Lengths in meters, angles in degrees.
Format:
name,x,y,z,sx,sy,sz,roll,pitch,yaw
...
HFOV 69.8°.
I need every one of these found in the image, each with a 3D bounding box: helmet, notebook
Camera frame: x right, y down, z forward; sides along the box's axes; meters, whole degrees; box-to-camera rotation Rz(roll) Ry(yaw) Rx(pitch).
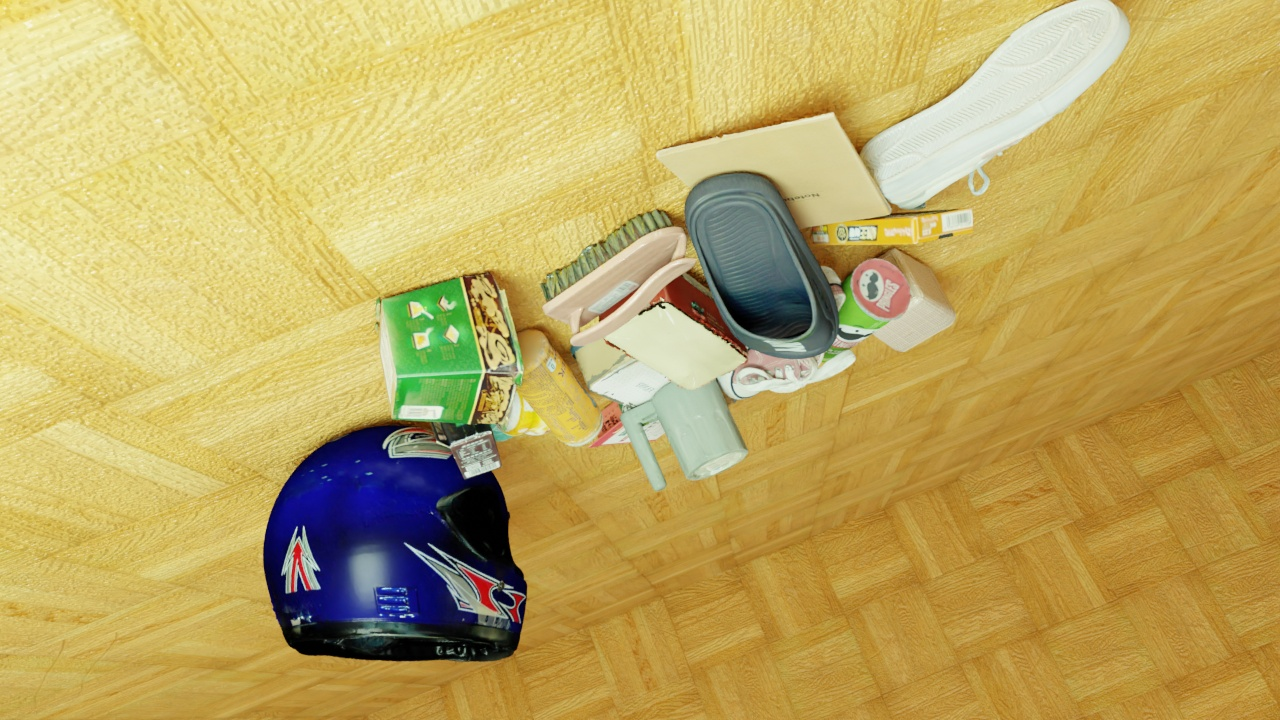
name,x,y,z,sx,sy,sz,roll,pitch,yaw
helmet,-0.253,0.199,1.010,0.248,0.240,0.315,-12,154,24
notebook,0.123,-0.153,0.798,0.148,0.008,0.207,-6,165,26

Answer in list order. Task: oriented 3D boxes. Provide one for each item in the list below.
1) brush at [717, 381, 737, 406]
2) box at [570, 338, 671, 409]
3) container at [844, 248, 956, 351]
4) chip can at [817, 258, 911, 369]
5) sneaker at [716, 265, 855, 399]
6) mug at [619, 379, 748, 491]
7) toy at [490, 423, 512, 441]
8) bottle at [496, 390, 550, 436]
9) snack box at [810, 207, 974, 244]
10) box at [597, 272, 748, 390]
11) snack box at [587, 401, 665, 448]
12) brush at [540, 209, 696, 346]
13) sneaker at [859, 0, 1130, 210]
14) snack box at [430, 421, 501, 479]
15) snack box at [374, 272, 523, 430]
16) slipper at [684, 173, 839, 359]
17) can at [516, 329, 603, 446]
name,x,y,z,sx,sy,sz,roll,pitch,yaw
brush,0.164,0.015,1.245,0.255,0.046,0.083,-33,171,15
box,-0.006,0.006,1.054,0.090,0.059,0.184,-29,155,14
container,0.314,-0.074,1.124,0.090,0.089,0.110,-33,153,26
chip can,0.227,-0.039,1.084,0.072,0.072,0.237,-14,166,-20
sneaker,0.160,-0.006,1.026,0.118,0.087,0.242,-10,154,-27
mug,0.051,0.086,1.075,0.124,0.103,0.084,-25,158,0
toy,-0.161,0.073,1.102,0.096,0.030,0.092,-27,164,-9
bottle,-0.116,0.054,1.051,0.108,0.063,0.063,2,148,-45
snack box,0.243,-0.130,0.902,0.075,0.026,0.154,-12,-169,-26
box,0.033,-0.028,0.931,0.091,0.080,0.168,-29,145,25
snack box,0.001,0.068,1.216,0.126,0.044,0.113,-1,151,-44
brush,-0.017,-0.075,0.837,0.146,0.073,0.063,-32,155,20
sneaker,0.315,-0.209,0.805,0.090,0.089,0.243,23,136,-40
snack box,-0.181,0.044,0.900,0.053,0.113,0.126,-18,158,-12
snack box,-0.172,-0.002,0.808,0.105,0.117,0.118,-8,152,-21
slipper,0.112,-0.059,0.850,0.111,0.083,0.268,-11,144,21
can,-0.093,0.031,0.967,0.058,0.058,0.146,-25,137,7
